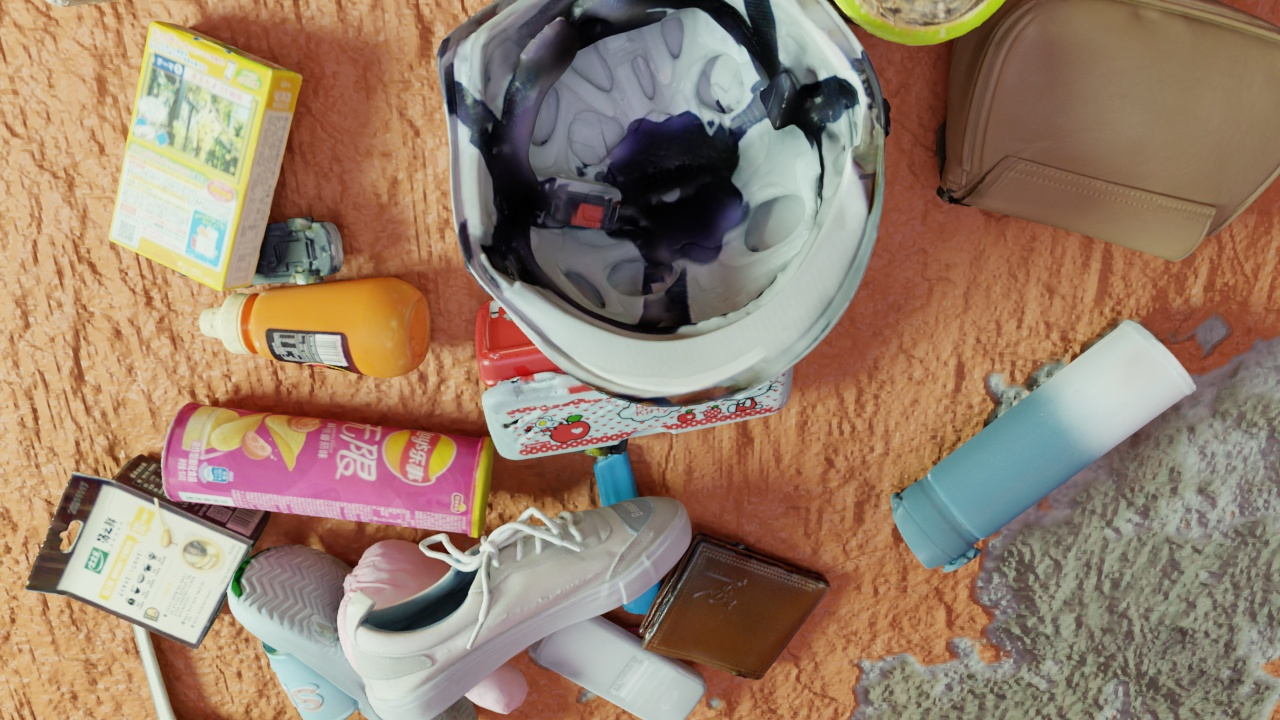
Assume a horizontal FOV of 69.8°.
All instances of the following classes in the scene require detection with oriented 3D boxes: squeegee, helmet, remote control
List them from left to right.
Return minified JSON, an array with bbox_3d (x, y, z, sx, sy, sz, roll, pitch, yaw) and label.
[{"bbox_3d":[-0.282,0.316,0.722,0.247,0.039,0.247,4,113,10],"label":"squeegee"},{"bbox_3d":[-0.014,0.241,0.721,0.136,0.020,0.056,32,100,-12],"label":"remote control"},{"bbox_3d":[0.019,-0.099,0.516,0.229,0.146,0.258,-26,80,10],"label":"helmet"}]

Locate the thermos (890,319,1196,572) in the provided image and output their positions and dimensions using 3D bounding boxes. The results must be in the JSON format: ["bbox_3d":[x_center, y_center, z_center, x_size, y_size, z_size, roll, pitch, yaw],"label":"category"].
[{"bbox_3d":[0.278,0.065,0.653,0.221,0.070,0.070,-42,108,14],"label":"thermos"}]

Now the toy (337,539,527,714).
[{"bbox_3d":[-0.147,0.198,0.667,0.159,0.121,0.054,36,119,-26],"label":"toy"}]

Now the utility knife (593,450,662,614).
[{"bbox_3d":[-0.010,0.125,0.693,0.034,0.018,0.159,-15,111,-9],"label":"utility knife"}]

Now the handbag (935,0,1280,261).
[{"bbox_3d":[0.281,-0.149,0.552,0.204,0.099,0.148,13,119,-7],"label":"handbag"}]

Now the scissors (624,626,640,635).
[{"bbox_3d":[-0.034,0.211,0.731,0.084,0.017,0.137,-38,105,14],"label":"scissors"}]

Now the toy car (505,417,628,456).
[{"bbox_3d":[-0.053,0.045,0.646,0.090,0.035,0.042,6,84,-5],"label":"toy car"}]

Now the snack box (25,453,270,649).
[{"bbox_3d":[-0.356,0.138,0.668,0.125,0.053,0.113,29,109,-12],"label":"snack box"}]

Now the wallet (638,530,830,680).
[{"bbox_3d":[0.072,0.192,0.710,0.124,0.032,0.101,22,106,-21],"label":"wallet"}]

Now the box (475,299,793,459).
[{"bbox_3d":[-0.003,0.006,0.610,0.201,0.095,0.102,-10,128,-2],"label":"box"}]

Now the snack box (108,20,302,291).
[{"bbox_3d":[-0.267,-0.123,0.559,0.087,0.033,0.141,23,108,9],"label":"snack box"}]

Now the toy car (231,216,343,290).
[{"bbox_3d":[-0.236,-0.070,0.597,0.091,0.034,0.043,-4,104,14],"label":"toy car"}]

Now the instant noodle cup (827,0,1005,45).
[{"bbox_3d":[0.130,-0.227,0.494,0.111,0.123,0.112,-2,108,-6],"label":"instant noodle cup"}]

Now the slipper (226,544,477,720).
[{"bbox_3d":[-0.214,0.231,0.686,0.074,0.104,0.245,-35,116,6],"label":"slipper"}]

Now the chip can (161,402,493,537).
[{"bbox_3d":[-0.212,0.075,0.638,0.210,0.071,0.071,8,112,-4],"label":"chip can"}]

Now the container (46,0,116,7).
[{"bbox_3d":[-0.328,-0.257,0.491,0.111,0.089,0.090,36,107,-17],"label":"container"}]

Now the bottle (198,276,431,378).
[{"bbox_3d":[-0.218,-0.023,0.606,0.149,0.066,0.067,2,112,5],"label":"bottle"}]

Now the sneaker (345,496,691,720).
[{"bbox_3d":[-0.078,0.135,0.607,0.241,0.090,0.091,-27,111,-24],"label":"sneaker"}]
